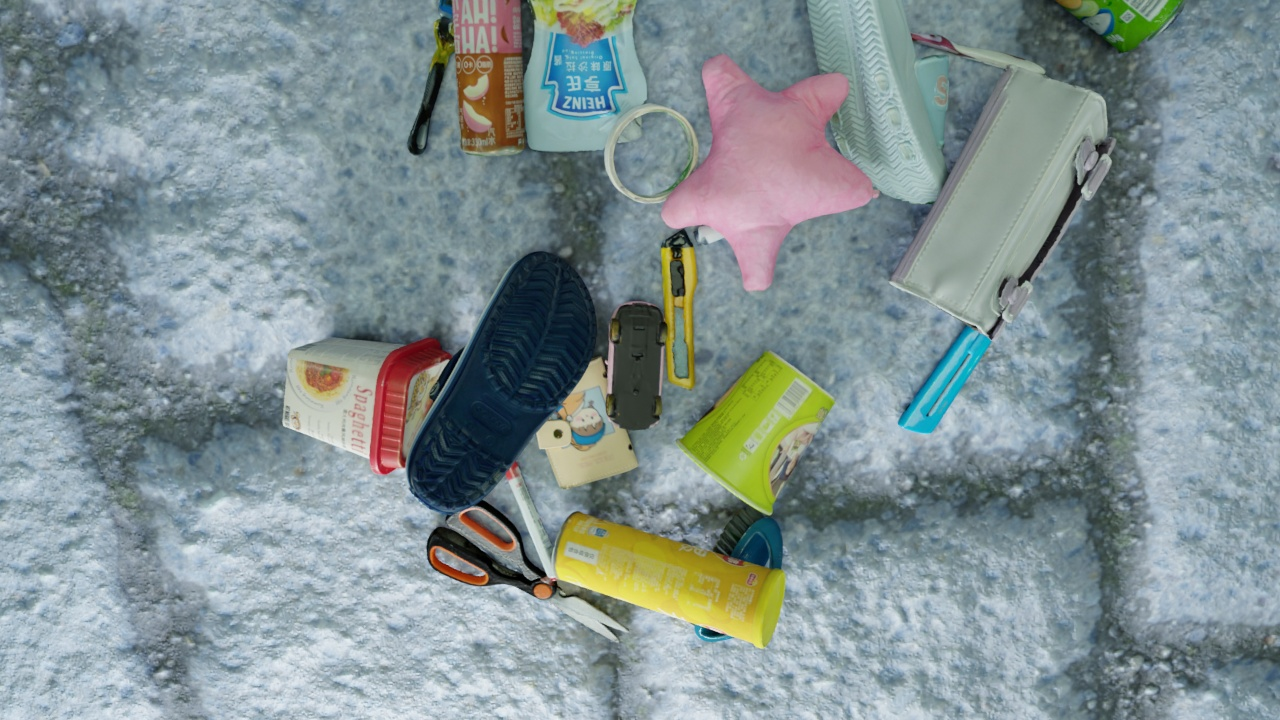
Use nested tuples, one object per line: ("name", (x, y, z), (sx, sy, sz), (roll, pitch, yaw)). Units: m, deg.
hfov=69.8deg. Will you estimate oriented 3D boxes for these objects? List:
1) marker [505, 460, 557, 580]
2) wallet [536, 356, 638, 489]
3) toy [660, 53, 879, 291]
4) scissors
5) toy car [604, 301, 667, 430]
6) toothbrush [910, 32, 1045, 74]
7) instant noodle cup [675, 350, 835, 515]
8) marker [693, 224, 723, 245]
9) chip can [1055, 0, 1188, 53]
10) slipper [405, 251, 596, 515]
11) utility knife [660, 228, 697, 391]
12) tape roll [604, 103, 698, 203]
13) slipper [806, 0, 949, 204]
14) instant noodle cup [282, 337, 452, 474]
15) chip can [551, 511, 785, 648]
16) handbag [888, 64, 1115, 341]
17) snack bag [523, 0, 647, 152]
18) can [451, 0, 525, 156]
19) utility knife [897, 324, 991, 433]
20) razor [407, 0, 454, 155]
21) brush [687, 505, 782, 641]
("marker", (-0.110, 0.149, 0.906), (0.017, 0.017, 0.145), (-22, 94, 7))
("wallet", (-0.061, 0.062, 0.891), (0.087, 0.024, 0.115), (-18, 100, 5))
("toy", (0.114, -0.155, 0.789), (0.178, 0.074, 0.195), (18, 103, 13))
("scissors", (-0.119, 0.233, 0.943), (0.153, 0.021, 0.234), (-28, 109, 16))
("toy car", (-0.005, 0.005, 0.865), (0.056, 0.037, 0.122), (2, 100, -7))
("toothbrush", (0.264, -0.280, 0.800), (0.187, 0.016, 0.017), (16, 94, -2))
("instant noodle cup", (0.113, 0.060, 0.849), (0.111, 0.111, 0.123), (37, 94, -7))
("marker", (0.112, -0.133, 0.840), (0.131, 0.018, 0.022), (-21, 112, 6))
("chip can", (0.334, -0.348, 0.751), (0.236, 0.072, 0.072), (34, 102, -7))
("slipper", (-0.129, 0.023, 0.843), (0.105, 0.095, 0.252), (32, 80, -23))
("utility knife", (0.038, -0.045, 0.865), (0.033, 0.015, 0.156), (-2, 104, 5))
("tape roll", (0.010, -0.183, 0.815), (0.085, 0.014, 0.086), (-9, 116, -18))
("slipper", (0.204, -0.248, 0.768), (0.074, 0.104, 0.245), (-30, 112, -20))
("instant noodle cup", (-0.253, 0.031, 0.850), (0.124, 0.116, 0.116), (13, 104, 11))
("chip can", (0.024, 0.202, 0.859), (0.214, 0.072, 0.072), (12, 105, 22))
("handbag", (0.310, -0.122, 0.772), (0.098, 0.144, 0.197), (33, 102, 27))
("snack bag", (-0.050, -0.279, 0.799), (0.110, 0.038, 0.191), (-2, 108, -4))
("can", (-0.130, -0.253, 0.790), (0.058, 0.057, 0.147), (1, 109, 1))
("utility knife", (0.318, -0.025, 0.862), (0.034, 0.018, 0.225), (30, 102, -5))
("razor", (-0.181, -0.251, 0.817), (0.042, 0.022, 0.143), (11, 108, -38))
("brush", (0.097, 0.217, 0.896), (0.055, 0.073, 0.144), (12, 110, -46))
